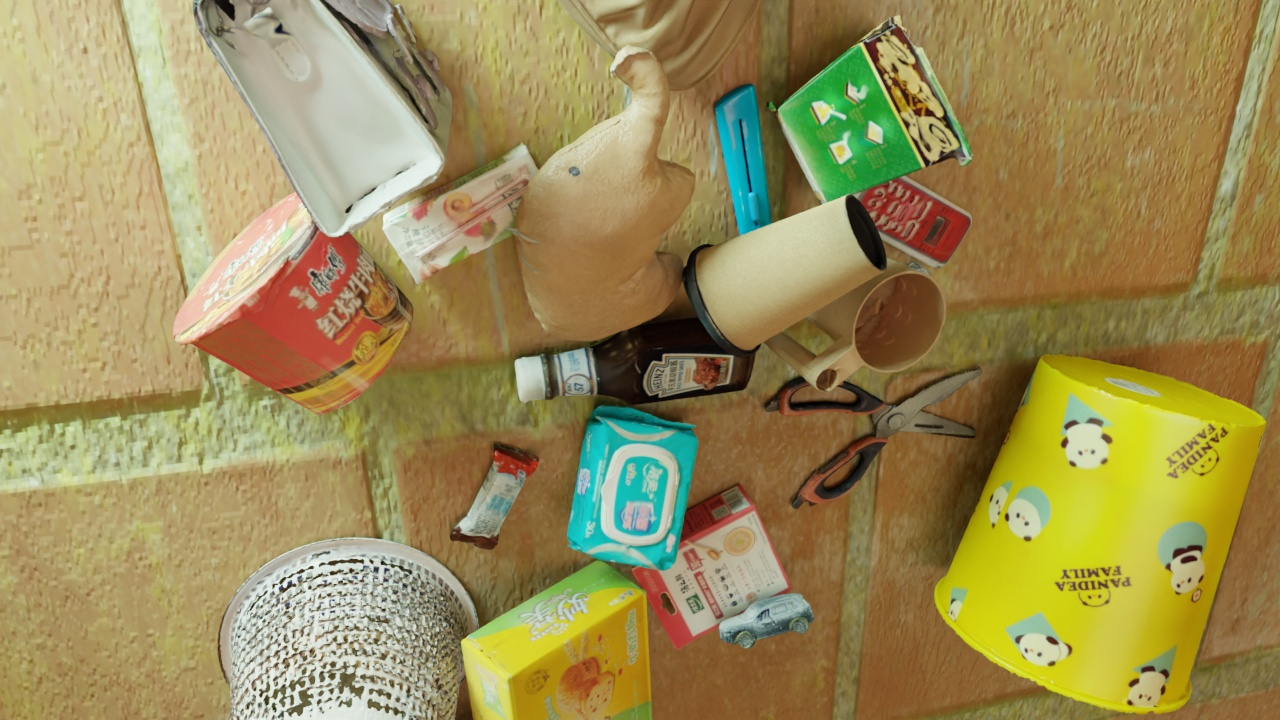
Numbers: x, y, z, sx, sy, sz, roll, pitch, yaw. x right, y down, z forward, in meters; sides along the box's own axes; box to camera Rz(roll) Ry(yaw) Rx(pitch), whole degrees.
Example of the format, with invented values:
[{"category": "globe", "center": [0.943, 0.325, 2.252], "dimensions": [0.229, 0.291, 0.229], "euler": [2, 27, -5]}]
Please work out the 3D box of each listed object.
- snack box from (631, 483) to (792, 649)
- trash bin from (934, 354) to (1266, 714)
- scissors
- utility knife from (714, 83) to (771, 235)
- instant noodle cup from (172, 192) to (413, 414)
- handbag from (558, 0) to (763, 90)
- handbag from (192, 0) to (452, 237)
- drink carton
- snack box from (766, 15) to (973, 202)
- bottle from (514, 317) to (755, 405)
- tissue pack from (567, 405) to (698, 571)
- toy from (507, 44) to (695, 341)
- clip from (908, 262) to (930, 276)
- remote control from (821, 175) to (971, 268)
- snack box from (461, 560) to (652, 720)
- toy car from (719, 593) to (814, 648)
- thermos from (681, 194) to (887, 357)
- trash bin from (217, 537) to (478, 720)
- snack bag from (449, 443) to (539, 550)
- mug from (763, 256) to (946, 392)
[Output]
[{"category": "snack box", "center": [0.064, 0.195, 0.865], "dimensions": [0.127, 0.044, 0.113], "euler": [-26, 117, -2]}, {"category": "trash bin", "center": [0.420, 0.143, 0.836], "dimensions": [0.229, 0.229, 0.255], "euler": [7, 106, -17]}, {"category": "scissors", "center": [0.217, 0.059, 0.859], "dimensions": [0.227, 0.015, 0.189], "euler": [-43, 116, 6]}, {"category": "utility knife", "center": [0.094, -0.115, 0.751], "dimensions": [0.034, 0.018, 0.214], "euler": [-17, 118, -6]}, {"category": "instant noodle cup", "center": [-0.238, -0.035, 0.649], "dimensions": [0.138, 0.138, 0.108], "euler": [-40, 125, 5]}, {"category": "handbag", "center": [0.003, -0.286, 0.607], "dimensions": [0.148, 0.099, 0.204], "euler": [-42, 120, 9]}, {"category": "handbag", "center": [-0.182, -0.177, 0.558], "dimensions": [0.098, 0.197, 0.145], "euler": [-35, 117, 5]}, {"category": "drink carton", "center": [-0.126, -0.109, 0.684], "dimensions": [0.122, 0.045, 0.053], "euler": [-28, 116, -1]}, {"category": "snack box", "center": [0.165, -0.175, 0.687], "dimensions": [0.106, 0.118, 0.117], "euler": [-28, 98, 12]}, {"category": "bottle", "center": [-0.004, 0.004, 0.757], "dimensions": [0.194, 0.044, 0.080], "euler": [-7, 140, -10]}, {"category": "tissue pack", "center": [-0.006, 0.108, 0.789], "dimensions": [0.093, 0.050, 0.133], "euler": [10, 89, -16]}, {"category": "toy", "center": [-0.026, -0.106, 0.658], "dimensions": [0.143, 0.082, 0.226], "euler": [-26, 143, -26]}, {"category": "clip", "center": [0.228, -0.062, 0.805], "dimensions": [0.057, 0.032, 0.025], "euler": [-40, 114, 10]}, {"category": "remote control", "center": [0.217, -0.126, 0.773], "dimensions": [0.136, 0.020, 0.056], "euler": [23, 107, -22]}, {"category": "snack box", "center": [-0.067, 0.311, 0.835], "dimensions": [0.157, 0.070, 0.210], "euler": [-23, 121, -38]}, {"category": "toy car", "center": [0.116, 0.241, 0.852], "dimensions": [0.090, 0.043, 0.034], "euler": [-12, 90, -13]}, {"category": "thermos", "center": [0.103, -0.064, 0.680], "dimensions": [0.144, 0.092, 0.093], "euler": [-26, 121, 31]}, {"category": "trash bin", "center": [-0.242, 0.291, 0.754], "dimensions": [0.227, 0.192, 0.228], "euler": [-5, 114, -12]}, {"category": "snack bag", "center": [-0.126, 0.121, 0.797], "dimensions": [0.045, 0.026, 0.105], "euler": [19, 109, -30]}, {"category": "mug", "center": [0.167, -0.035, 0.748], "dimensions": [0.124, 0.103, 0.084], "euler": [-38, 121, -1]}]
